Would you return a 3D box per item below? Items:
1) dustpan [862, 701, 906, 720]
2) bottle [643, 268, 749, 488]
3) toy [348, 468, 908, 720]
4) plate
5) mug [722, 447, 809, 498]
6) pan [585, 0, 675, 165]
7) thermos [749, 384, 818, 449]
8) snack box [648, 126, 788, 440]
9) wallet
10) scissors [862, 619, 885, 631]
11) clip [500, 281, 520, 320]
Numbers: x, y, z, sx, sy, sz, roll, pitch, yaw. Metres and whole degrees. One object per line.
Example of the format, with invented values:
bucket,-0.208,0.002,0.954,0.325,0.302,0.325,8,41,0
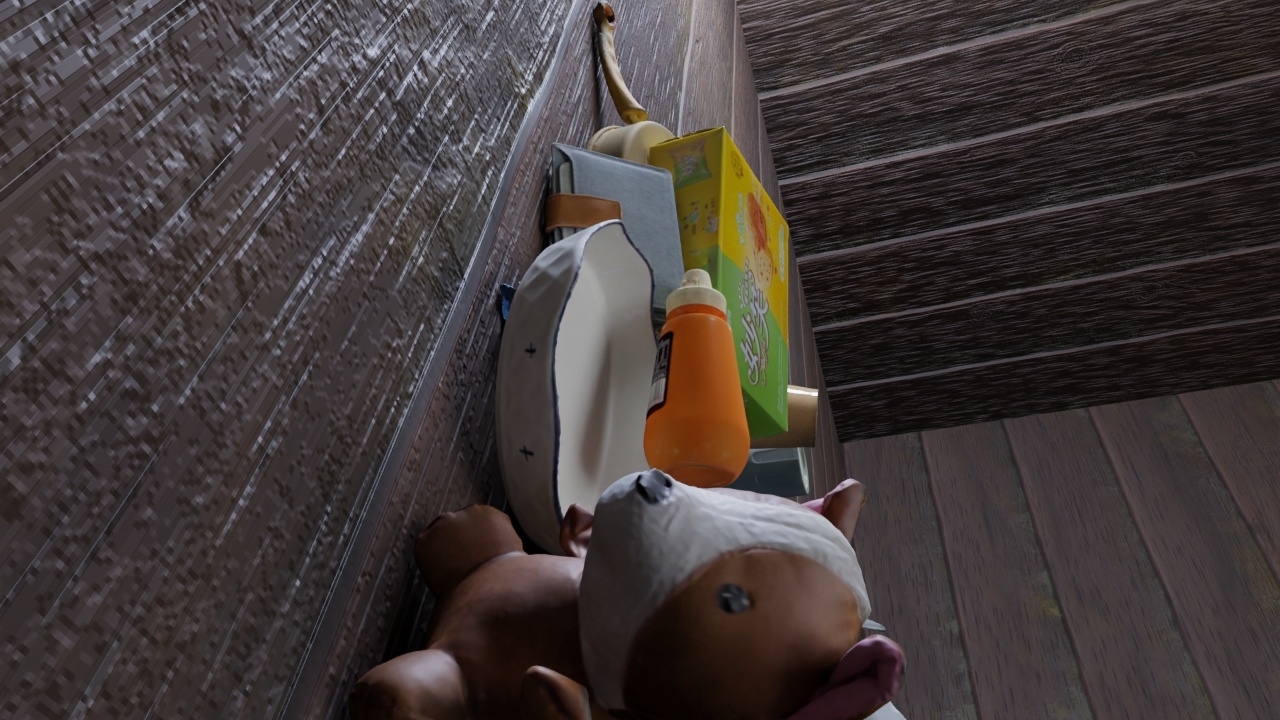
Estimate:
dustpan,0.173,0.408,0.749,0.222,0.257,0.143,47,-15,26
bottle,0.036,0.006,0.595,0.067,0.067,0.149,56,32,-57
toy,-0.003,0.097,0.362,0.139,0.200,0.130,-80,159,-55
plate,-0.031,0.022,0.543,0.204,0.046,0.205,4,89,-74
mug,0.135,0.104,1.066,0.083,0.103,0.123,47,36,-63
pan,-0.004,-0.181,0.823,0.197,0.078,0.356,29,56,-58
thermos,0.112,0.055,0.958,0.093,0.143,0.093,4,89,-79
snack box,0.065,-0.058,0.751,0.157,0.070,0.209,42,46,-52
wallet,-0.017,-0.094,0.655,0.037,0.106,0.129,-47,-139,50
scissors,0.138,0.235,0.897,0.232,0.022,0.220,2,46,-37
clip,-0.066,-0.032,0.564,0.058,0.036,0.025,22,56,-73
